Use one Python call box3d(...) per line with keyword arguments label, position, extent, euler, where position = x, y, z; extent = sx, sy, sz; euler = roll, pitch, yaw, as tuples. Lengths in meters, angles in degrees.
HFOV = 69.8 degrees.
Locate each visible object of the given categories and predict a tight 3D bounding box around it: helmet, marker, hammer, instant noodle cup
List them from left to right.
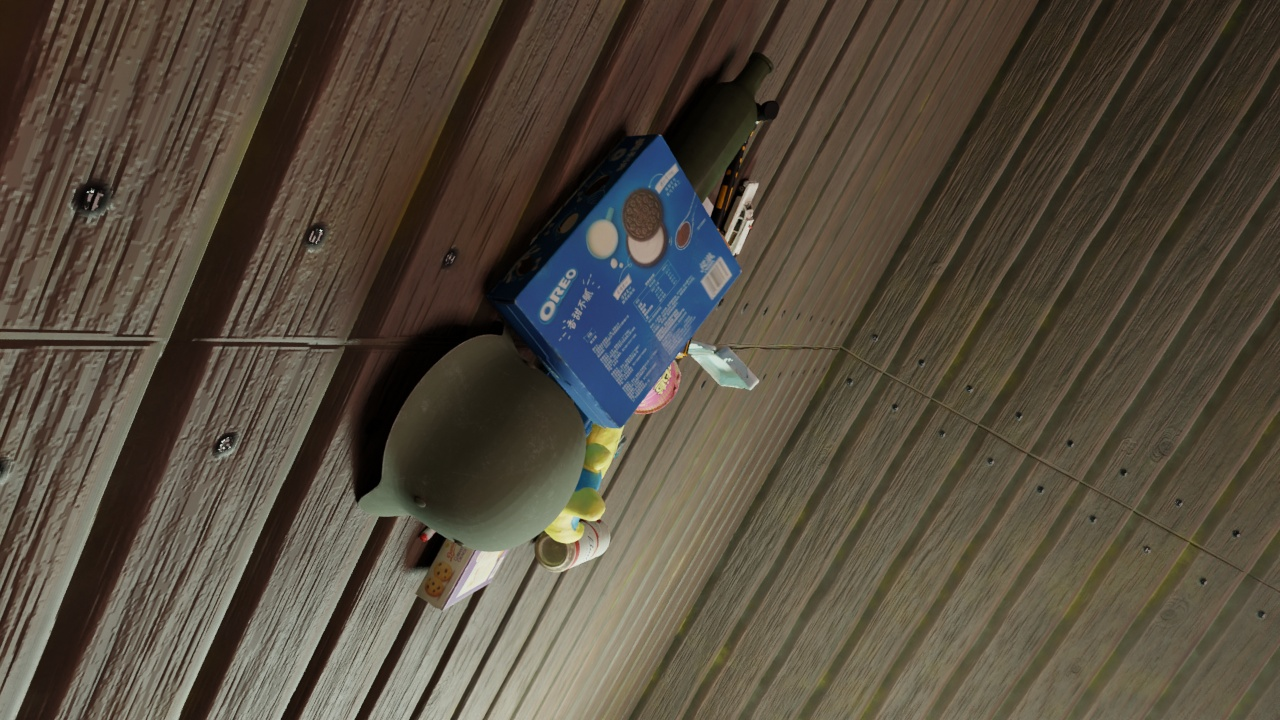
box3d(label="marker", position=(-0.200, 0.154, 1.048), extent=(0.141, 0.013, 0.013), euler=(-47, 159, -32))
box3d(label="helmet", position=(-0.138, 0.091, 0.879), extent=(0.226, 0.154, 0.268), euler=(-53, 161, -18))
box3d(label="instant noodle cup", position=(-0.007, 0.007, 1.209), extent=(0.097, 0.098, 0.108), euler=(-55, 154, -11))
box3d(label="hammer", position=(0.085, -0.157, 1.103), extent=(0.123, 0.036, 0.320), euler=(14, -94, 70))

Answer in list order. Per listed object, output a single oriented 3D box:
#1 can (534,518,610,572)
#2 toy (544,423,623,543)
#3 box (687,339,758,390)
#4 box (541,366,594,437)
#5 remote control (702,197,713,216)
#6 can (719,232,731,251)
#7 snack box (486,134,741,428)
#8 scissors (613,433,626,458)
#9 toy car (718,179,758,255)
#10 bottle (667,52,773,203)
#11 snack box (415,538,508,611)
box3d(label="can", position=(-0.102, 0.284, 1.428), extent=(0.067, 0.067, 0.170), euler=(-61, 162, 7))
box3d(label="toy", position=(-0.073, 0.120, 1.159), extent=(0.149, 0.084, 0.213), euler=(126, -15, -53))
box3d(label="box", position=(0.085, -0.007, 1.244), extent=(0.049, 0.136, 0.197), euler=(-61, -175, -3))
box3d(label="box", position=(-0.050, 0.020, 1.047), extent=(0.094, 0.102, 0.231), euler=(41, 79, -29))
box3d(label="remote control", position=(0.083, -0.198, 1.230), extent=(0.033, 0.012, 0.131), euler=(-61, 162, 1))
box3d(label="can", position=(0.049, -0.109, 1.176), extent=(0.142, 0.079, 0.079), euler=(-50, 160, -25))
box3d(label="snack box", position=(-0.017, -0.079, 0.938), extent=(0.238, 0.056, 0.195), euler=(-51, 128, -19))
box3d(label="scissors", position=(-0.043, 0.141, 1.394), extent=(0.128, 0.019, 0.153), euler=(-54, 175, 19))
box3d(label="toy car", position=(0.147, -0.207, 1.342), extent=(0.039, 0.039, 0.113), euler=(-24, 141, -60))
box3d(label="bottle", position=(0.083, -0.258, 1.037), extent=(0.206, 0.071, 0.071), euler=(-56, 162, -8))
box3d(label="snack box", position=(-0.190, 0.215, 1.101), extent=(0.143, 0.040, 0.148), euler=(-60, 169, 6))
